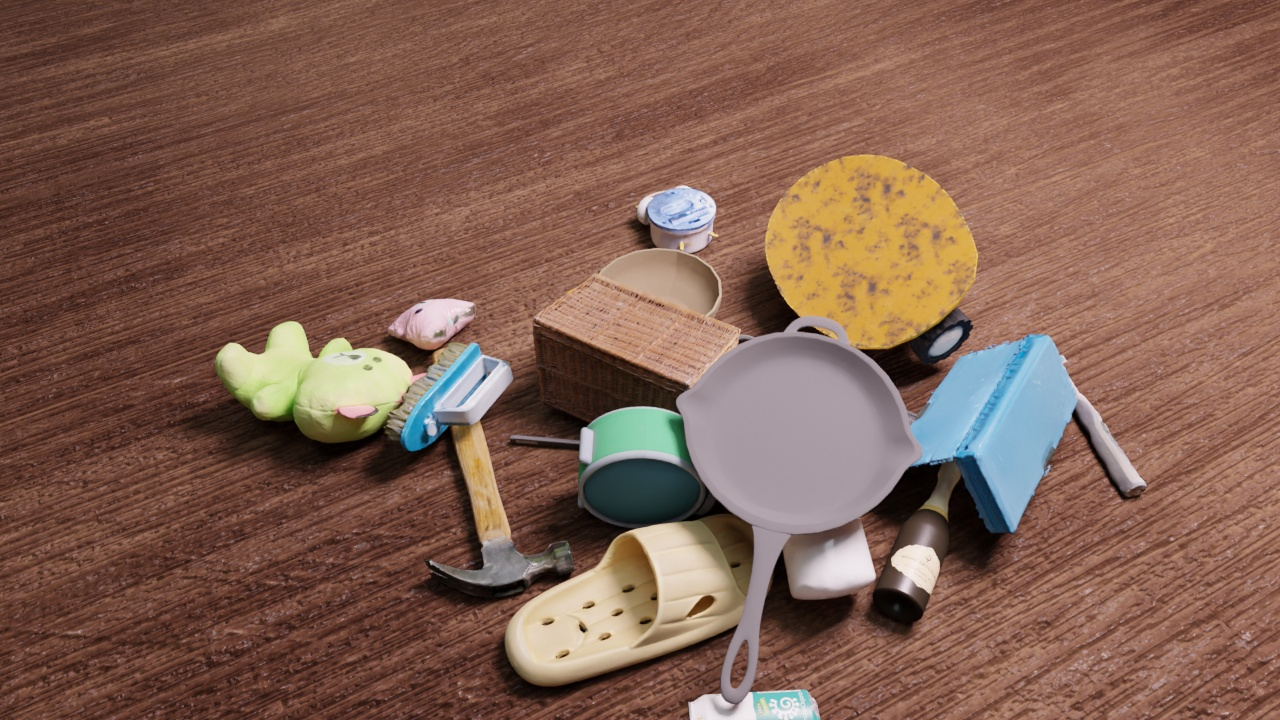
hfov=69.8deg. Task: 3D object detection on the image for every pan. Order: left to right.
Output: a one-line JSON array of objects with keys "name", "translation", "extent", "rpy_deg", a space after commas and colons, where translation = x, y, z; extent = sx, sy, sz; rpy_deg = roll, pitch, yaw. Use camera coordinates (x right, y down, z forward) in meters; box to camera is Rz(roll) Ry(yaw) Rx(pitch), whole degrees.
[{"name": "pan", "translation": [0.121, 0.116, 0.791], "extent": [0.217, 0.024, 0.353], "rpy_deg": [12, 63, 13]}]

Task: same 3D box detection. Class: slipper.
[{"name": "slipper", "translation": [0.004, 0.203, 0.813], "extent": [0.261, 0.079, 0.111], "rpy_deg": [-20, 51, -15]}]

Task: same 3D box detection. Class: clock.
[{"name": "clock", "translation": [0.021, 0.102, 0.880], "extent": [0.161, 0.122, 0.075], "rpy_deg": [3, 47, -2]}, {"name": "clock", "translation": [0.047, -0.192, 1.211], "extent": [0.088, 0.052, 0.125], "rpy_deg": [-22, 48, -16]}]

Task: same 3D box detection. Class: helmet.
[{"name": "helmet", "translation": [0.272, -0.103, 1.054], "extent": [0.205, 0.131, 0.255], "rpy_deg": [-40, 56, 8]}]

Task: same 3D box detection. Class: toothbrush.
[{"name": "toothbrush", "translation": [-0.057, 0.089, 0.971], "extent": [0.167, 0.013, 0.013], "rpy_deg": [4, 54, 7]}, {"name": "toothbrush", "translation": [0.472, 0.062, 0.959], "extent": [0.024, 0.022, 0.185], "rpy_deg": [-32, 41, 22]}]

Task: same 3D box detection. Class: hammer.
[{"name": "hammer", "translation": [-0.175, 0.102, 0.955], "extent": [0.132, 0.033, 0.330], "rpy_deg": [-16, 46, -10]}]

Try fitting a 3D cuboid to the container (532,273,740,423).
[{"name": "container", "translation": [-0.006, 0.006, 0.968], "extent": [0.199, 0.113, 0.113], "rpy_deg": [22, 41, 23]}]

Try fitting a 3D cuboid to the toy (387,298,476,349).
[{"name": "toy", "translation": [-0.253, -0.043, 1.086], "extent": [0.096, 0.053, 0.098], "rpy_deg": [-1, 26, 25]}]

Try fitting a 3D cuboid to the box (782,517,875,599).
[{"name": "box", "translation": [0.154, 0.153, 0.860], "extent": [0.084, 0.136, 0.146], "rpy_deg": [-5, 70, -9]}]

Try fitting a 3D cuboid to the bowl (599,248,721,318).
[{"name": "bowl", "translation": [0.020, -0.066, 1.090], "extent": [0.152, 0.050, 0.152], "rpy_deg": [-2, 46, 2]}]

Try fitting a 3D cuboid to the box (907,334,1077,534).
[{"name": "box", "translation": [0.342, 0.073, 0.917], "extent": [0.112, 0.094, 0.230], "rpy_deg": [-18, 18, 46]}]

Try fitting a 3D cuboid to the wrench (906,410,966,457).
[{"name": "wrench", "translation": [0.269, 0.058, 0.979], "extent": [0.273, 0.018, 0.072], "rpy_deg": [24, 52, 26]}]

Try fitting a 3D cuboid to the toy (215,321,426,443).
[{"name": "toy", "translation": [-0.341, 0.031, 0.991], "extent": [0.197, 0.107, 0.149], "rpy_deg": [24, 28, 13]}]

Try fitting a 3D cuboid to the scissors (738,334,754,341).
[{"name": "scissors", "translation": [0.136, 0.022, 1.015], "extent": [0.150, 0.013, 0.164], "rpy_deg": [-18, 42, -7]}]

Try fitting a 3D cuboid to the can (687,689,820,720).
[{"name": "can", "translation": [0.090, 0.294, 0.733], "extent": [0.101, 0.055, 0.054], "rpy_deg": [-3, 46, 0]}]

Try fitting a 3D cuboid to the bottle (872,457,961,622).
[{"name": "bottle", "translation": [0.269, 0.159, 0.860], "extent": [0.045, 0.045, 0.184], "rpy_deg": [20, 48, 21]}]

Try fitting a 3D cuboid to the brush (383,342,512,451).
[{"name": "brush", "translation": [-0.200, 0.044, 0.953], "extent": [0.075, 0.055, 0.135], "rpy_deg": [16, 48, 25]}]

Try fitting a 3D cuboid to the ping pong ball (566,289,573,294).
[{"name": "ping pong ball", "translation": [-0.075, -0.067, 1.104], "extent": [0.040, 0.040, 0.040], "rpy_deg": [-2, 46, 2]}]
